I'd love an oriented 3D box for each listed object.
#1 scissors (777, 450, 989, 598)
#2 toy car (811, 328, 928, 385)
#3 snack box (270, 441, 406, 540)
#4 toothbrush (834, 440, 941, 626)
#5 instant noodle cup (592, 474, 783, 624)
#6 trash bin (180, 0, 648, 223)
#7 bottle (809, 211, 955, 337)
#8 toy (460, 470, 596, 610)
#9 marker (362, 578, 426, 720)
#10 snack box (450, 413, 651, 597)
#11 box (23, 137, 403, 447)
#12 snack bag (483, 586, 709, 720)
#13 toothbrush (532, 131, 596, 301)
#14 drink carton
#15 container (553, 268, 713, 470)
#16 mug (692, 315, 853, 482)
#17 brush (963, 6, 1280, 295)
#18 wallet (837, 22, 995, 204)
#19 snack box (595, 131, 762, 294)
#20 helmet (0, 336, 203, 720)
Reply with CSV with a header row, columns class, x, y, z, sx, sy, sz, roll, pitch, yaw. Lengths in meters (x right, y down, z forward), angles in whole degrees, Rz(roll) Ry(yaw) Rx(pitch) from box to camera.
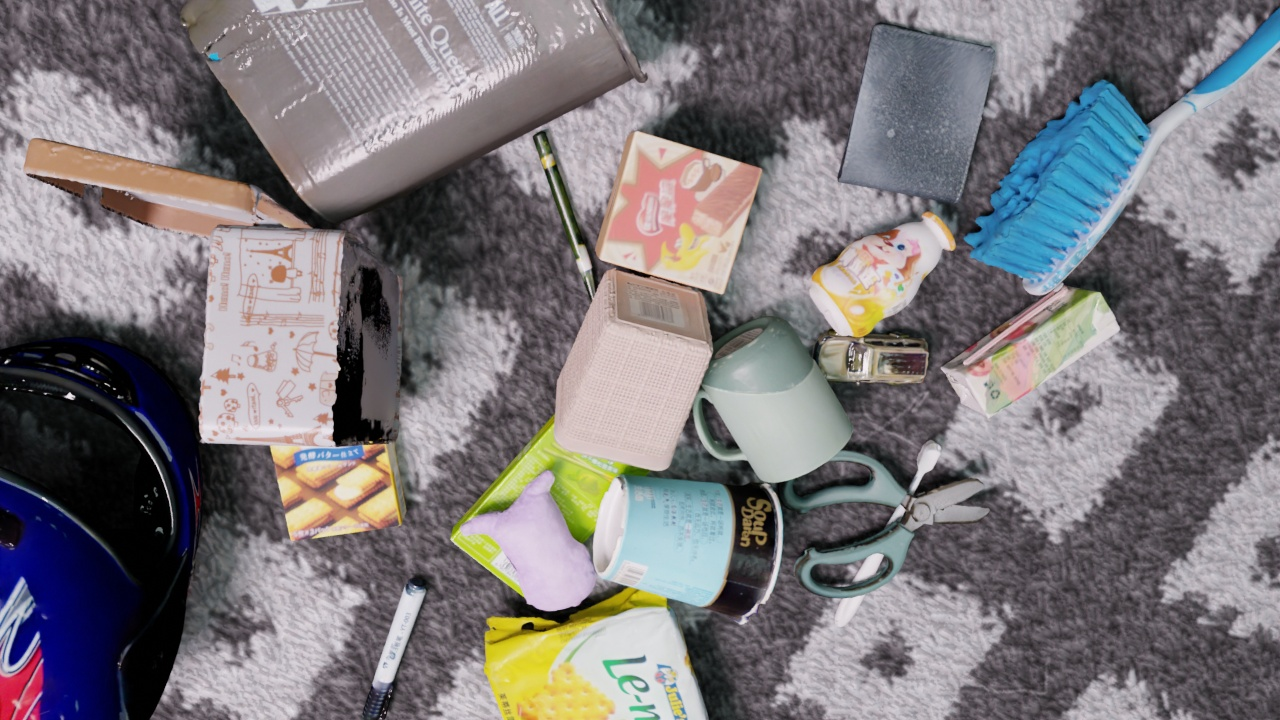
class,x,y,z,sx,sy,sz,roll,pitch,yaw
scissors,0.192,0.114,0.747,0.179,0.019,0.161,-28,96,11
toy car,0.182,-0.001,0.726,0.090,0.035,0.042,3,101,-2
snack box,-0.238,0.066,0.711,0.087,0.033,0.140,-7,101,-3
toothbrush,0.206,0.147,0.771,0.016,0.016,0.180,24,102,1
instant noodle cup,0.031,0.135,0.699,0.120,0.111,0.111,13,101,-13
trash bin,-0.135,-0.212,0.583,0.220,0.198,0.199,-29,103,8
bottle,0.184,-0.068,0.697,0.108,0.063,0.063,-36,102,4
toy,-0.078,0.149,0.708,0.084,0.039,0.108,-30,106,2
marker,-0.202,0.240,0.759,0.022,0.018,0.131,18,101,-17
snack box,-0.070,0.109,0.735,0.086,0.026,0.156,40,97,-11
box,-0.262,-0.024,0.593,0.217,0.180,0.157,12,86,-4
snack bag,-0.022,0.303,0.760,0.158,0.068,0.246,-17,103,0
toothbrush,-0.044,-0.085,0.703,0.017,0.012,0.186,-21,103,-6
drink carton,0.304,-0.011,0.723,0.122,0.053,0.045,-35,102,3
container,-0.004,0.004,0.664,0.090,0.089,0.111,14,124,-12
mug,0.089,0.032,0.708,0.112,0.082,0.106,-26,105,28
brush,0.380,-0.180,0.695,0.109,0.060,0.314,34,96,-16
wallet,0.209,-0.186,0.696,0.097,0.019,0.121,10,100,-5
snack box,0.025,-0.108,0.669,0.094,0.077,0.093,16,101,-7
helmet,-0.436,0.152,0.611,0.247,0.240,0.316,17,100,-9
